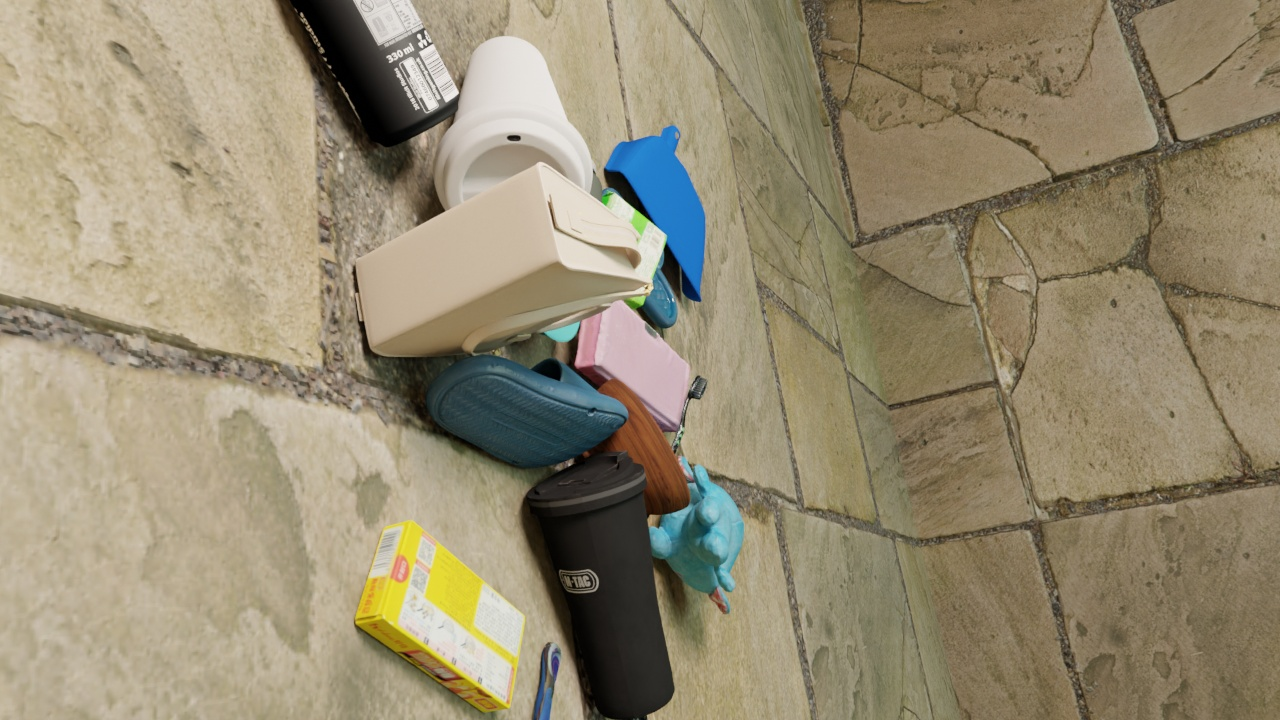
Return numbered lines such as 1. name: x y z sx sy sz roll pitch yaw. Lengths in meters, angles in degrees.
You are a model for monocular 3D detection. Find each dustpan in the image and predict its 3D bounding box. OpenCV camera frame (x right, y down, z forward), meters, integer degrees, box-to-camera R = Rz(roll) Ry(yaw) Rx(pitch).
1. dustpan: 0.039 -0.253 1.312 0.245 0.060 0.256 54 40 -39

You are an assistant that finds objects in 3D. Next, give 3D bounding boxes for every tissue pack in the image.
1. tissue pack: -0.023 -0.127 1.052 0.099 0.034 0.113 36 65 -33

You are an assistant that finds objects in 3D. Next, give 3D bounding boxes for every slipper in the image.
1. slipper: 0.003 -0.130 1.149 0.103 0.059 0.214 -86 152 -44
2. slipper: -0.096 0.040 0.773 0.213 0.104 0.059 25 31 -52

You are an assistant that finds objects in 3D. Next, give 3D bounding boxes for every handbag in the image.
1. handbag: -0.084 -0.058 0.715 0.197 0.195 0.101 14 59 -60

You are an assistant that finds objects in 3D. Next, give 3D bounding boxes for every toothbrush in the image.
1. toothbrush: 0.041 0.098 1.053 0.187 0.017 0.014 -68 151 -23

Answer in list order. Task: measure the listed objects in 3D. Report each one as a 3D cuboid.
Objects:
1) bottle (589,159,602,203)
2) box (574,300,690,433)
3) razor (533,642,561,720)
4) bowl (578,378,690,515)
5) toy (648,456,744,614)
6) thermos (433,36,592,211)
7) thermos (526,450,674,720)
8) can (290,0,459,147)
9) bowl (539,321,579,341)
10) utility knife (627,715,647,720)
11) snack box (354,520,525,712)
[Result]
1. bottle: -0.071 -0.171 0.999 0.060 0.060 0.108 46 35 -48
2. box: -0.007 0.007 1.012 0.233 0.041 0.098 39 56 -59
3. razor: -0.081 0.285 0.728 0.044 0.018 0.140 57 28 -33
4. bowl: -0.020 0.098 0.904 0.147 0.068 0.147 54 -15 21
5. toy: 0.060 0.192 1.002 0.181 0.115 0.183 70 7 -80
6. thermos: -0.116 -0.208 0.827 0.131 0.132 0.221 54 17 -40
7. thermos: -0.028 0.199 0.813 0.105 0.106 0.218 -24 102 -67
8. can: -0.206 -0.247 0.711 0.146 0.080 0.080 63 25 -24
9. bowl: -0.107 -0.070 0.868 0.121 0.046 0.121 46 35 -48
10. utility knife: -0.011 0.307 0.872 0.028 0.020 0.197 1 73 -65
11. snack box: -0.137 0.185 0.656 0.152 0.025 0.075 54 30 -39
